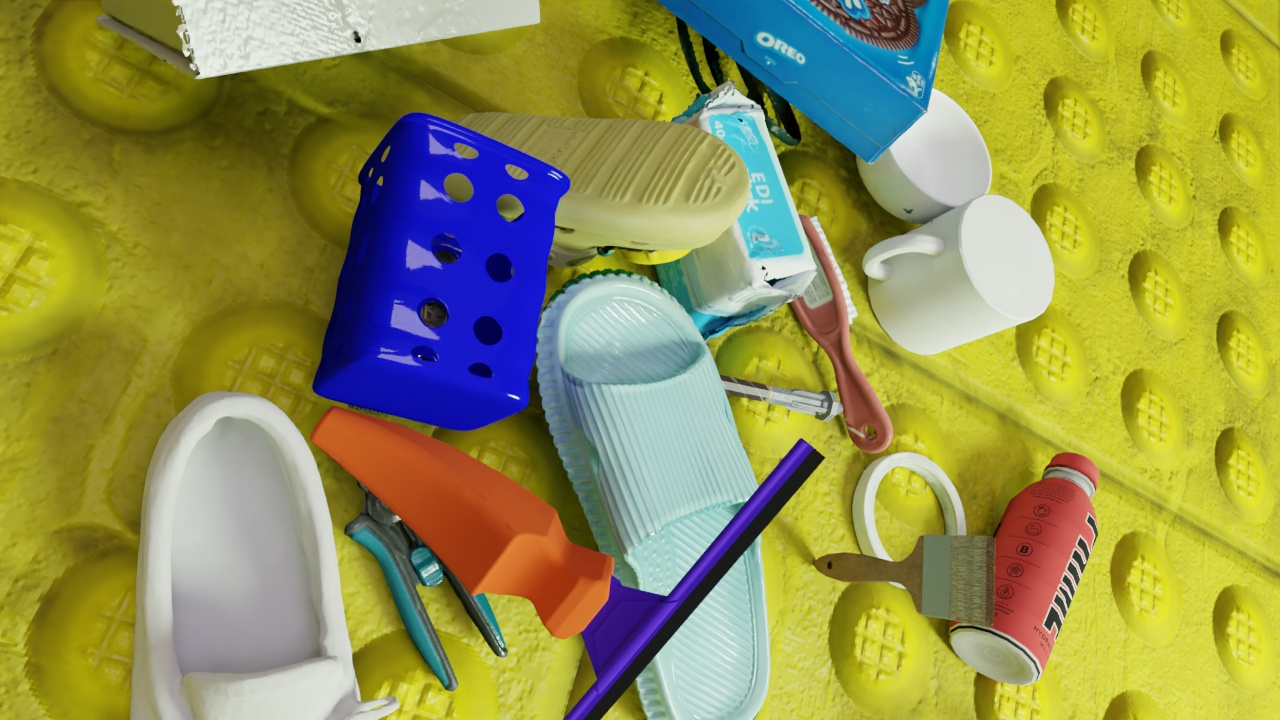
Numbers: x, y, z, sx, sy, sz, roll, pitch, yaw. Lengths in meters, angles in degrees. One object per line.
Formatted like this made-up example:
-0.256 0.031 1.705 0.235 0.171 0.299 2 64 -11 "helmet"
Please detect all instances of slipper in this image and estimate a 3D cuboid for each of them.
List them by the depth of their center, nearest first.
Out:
-0.166 0.132 0.400 0.112 0.075 0.246 -7 80 -15 "slipper"
0.024 0.083 0.489 0.115 0.070 0.276 -18 97 -36 "slipper"
-0.036 -0.086 0.511 0.191 0.082 0.091 11 43 14 "slipper"

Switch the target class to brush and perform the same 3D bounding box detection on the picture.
0.145 0.120 0.527 0.008 0.143 0.045 10 79 -25 "brush"
0.135 -0.020 0.628 0.030 0.041 0.172 -17 85 -49 "brush"

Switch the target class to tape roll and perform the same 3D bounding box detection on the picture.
0.185 0.109 0.629 0.093 0.013 0.093 8 72 -26 "tape roll"

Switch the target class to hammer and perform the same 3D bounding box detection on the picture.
-0.004 0.003 0.543 0.321 0.044 0.098 12 70 -28 "hammer"

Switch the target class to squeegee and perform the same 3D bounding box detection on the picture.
-0.068 0.079 0.424 0.185 0.250 0.055 35 16 -6 "squeegee"

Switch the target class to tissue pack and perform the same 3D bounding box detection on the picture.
0.049 -0.091 0.566 0.061 0.093 0.144 -12 82 -34 "tissue pack"

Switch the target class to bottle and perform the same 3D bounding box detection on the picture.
0.278 0.137 0.644 0.062 0.062 0.176 46 59 -10 "bottle"

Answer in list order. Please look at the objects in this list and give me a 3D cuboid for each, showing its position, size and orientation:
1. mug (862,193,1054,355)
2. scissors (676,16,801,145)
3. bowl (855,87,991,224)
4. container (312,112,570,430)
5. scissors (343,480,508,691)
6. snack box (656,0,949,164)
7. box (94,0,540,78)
0.214 -0.062 0.651 0.121 0.090 0.091 13 69 -25 "mug"
0.064 -0.235 0.652 0.154 0.015 0.209 24 48 -43 "scissors"
0.208 -0.150 0.694 0.104 0.054 0.104 11 65 -24 "bowl"
-0.091 -0.035 0.421 0.085 0.085 0.113 18 68 -28 "container"
-0.110 0.094 0.465 0.138 0.019 0.128 20 71 -19 "scissors"
0.119 -0.268 0.639 0.195 0.056 0.238 34 47 -10 "snack box"
-0.074 -0.222 0.295 0.166 0.508 0.148 -25 92 -33 "box"
